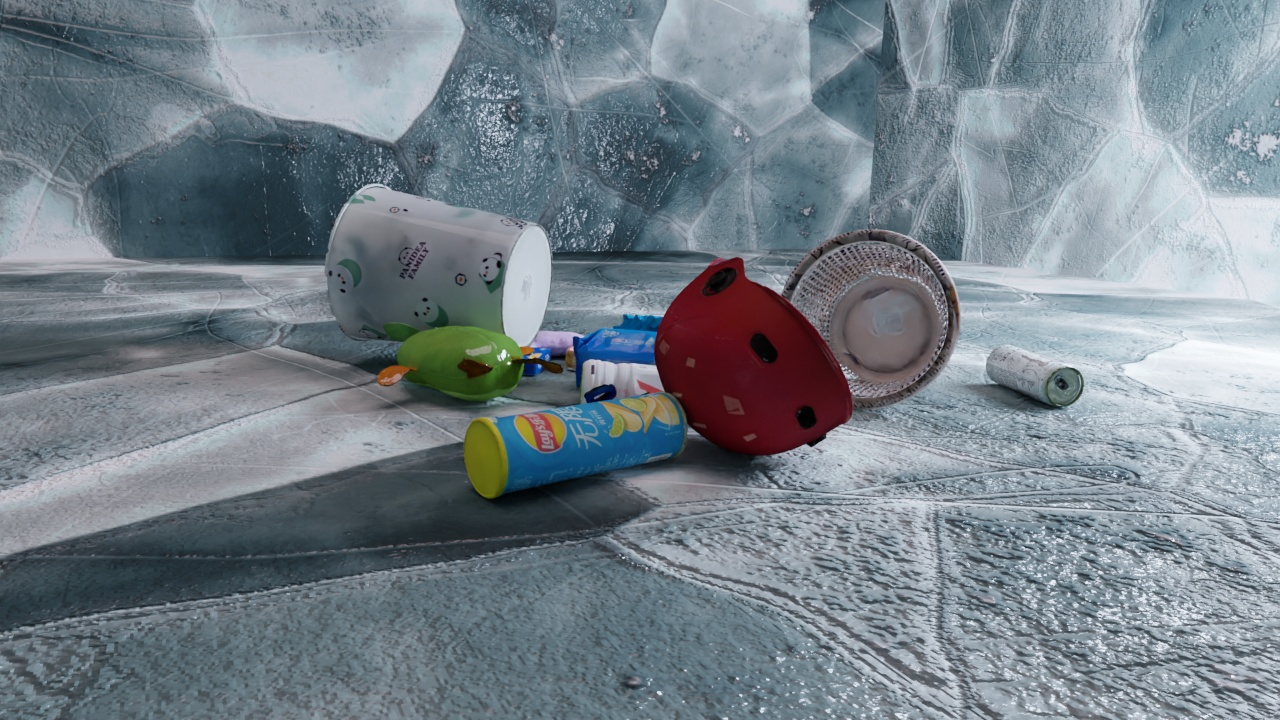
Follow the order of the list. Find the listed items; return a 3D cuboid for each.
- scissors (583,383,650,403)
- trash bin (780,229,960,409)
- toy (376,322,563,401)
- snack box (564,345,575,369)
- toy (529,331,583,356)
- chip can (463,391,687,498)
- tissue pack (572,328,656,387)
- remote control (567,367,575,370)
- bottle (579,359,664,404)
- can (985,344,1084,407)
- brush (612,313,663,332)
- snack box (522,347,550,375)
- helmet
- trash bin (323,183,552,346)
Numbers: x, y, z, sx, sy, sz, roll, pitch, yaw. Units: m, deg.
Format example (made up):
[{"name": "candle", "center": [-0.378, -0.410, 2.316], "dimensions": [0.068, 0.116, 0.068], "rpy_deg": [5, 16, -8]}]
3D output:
[{"name": "scissors", "center": [-0.054, 0.056, 0.960], "dimensions": [0.162, 0.012, 0.176], "rpy_deg": [-26, -13, -16]}, {"name": "trash bin", "center": [0.317, -0.049, 1.232], "dimensions": [0.228, 0.227, 0.192], "rpy_deg": [7, 1, 23]}, {"name": "toy", "center": [-0.221, 0.002, 1.149], "dimensions": [0.226, 0.090, 0.247], "rpy_deg": [-8, 12, -44]}, {"name": "snack box", "center": [-0.015, 0.004, 1.215], "dimensions": [0.156, 0.027, 0.076], "rpy_deg": [13, 19, 12]}, {"name": "toy", "center": [-0.128, -0.025, 1.410], "dimensions": [0.108, 0.039, 0.084], "rpy_deg": [3, 11, -8]}, {"name": "chip can", "center": [-0.056, 0.075, 0.861], "dimensions": [0.209, 0.071, 0.071], "rpy_deg": [-8, 15, -38]}, {"name": "tissue pack", "center": [-0.007, 0.007, 1.129], "dimensions": [0.157, 0.095, 0.052], "rpy_deg": [4, 44, 10]}, {"name": "remote control", "center": [-0.057, -0.006, 1.374], "dimensions": [0.058, 0.021, 0.149], "rpy_deg": [6, 12, 18]}, {"name": "bottle", "center": [0.028, 0.039, 1.068], "dimensions": [0.197, 0.068, 0.068], "rpy_deg": [4, 12, -4]}, {"name": "can", "center": [0.534, 0.019, 1.250], "dimensions": [0.058, 0.058, 0.146], "rpy_deg": [0, 12, -10]}, {"name": "brush", "center": [0.121, -0.020, 1.335], "dimensions": [0.315, 0.060, 0.109], "rpy_deg": [13, 11, 10]}, {"name": "snack box", "center": [-0.216, -0.003, 1.323], "dimensions": [0.157, 0.026, 0.084], "rpy_deg": [3, 12, 8]}, {"name": "helmet", "center": [0.099, 0.014, 0.927], "dimensions": [0.144, 0.207, 0.240], "rpy_deg": [-35, 15, -3]}, {"name": "trash bin", "center": [-0.274, -0.121, 1.307], "dimensions": [0.252, 0.230, 0.229], "rpy_deg": [10, 13, 13]}]
